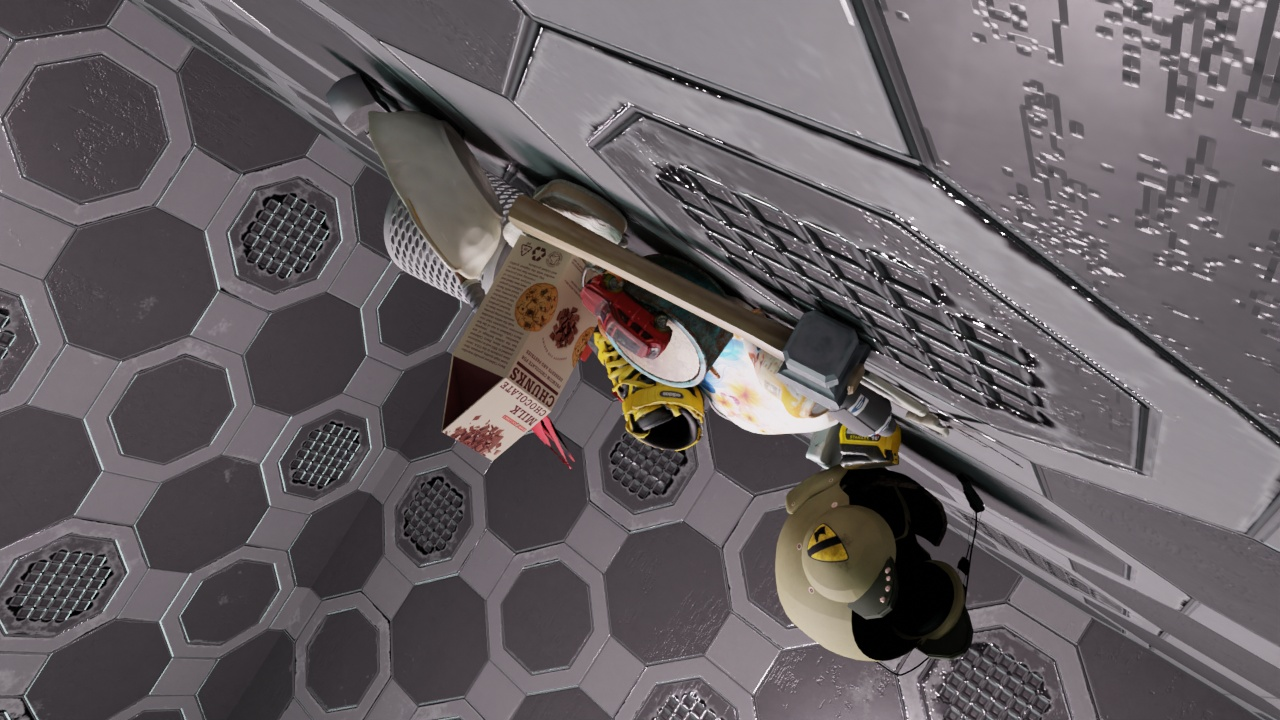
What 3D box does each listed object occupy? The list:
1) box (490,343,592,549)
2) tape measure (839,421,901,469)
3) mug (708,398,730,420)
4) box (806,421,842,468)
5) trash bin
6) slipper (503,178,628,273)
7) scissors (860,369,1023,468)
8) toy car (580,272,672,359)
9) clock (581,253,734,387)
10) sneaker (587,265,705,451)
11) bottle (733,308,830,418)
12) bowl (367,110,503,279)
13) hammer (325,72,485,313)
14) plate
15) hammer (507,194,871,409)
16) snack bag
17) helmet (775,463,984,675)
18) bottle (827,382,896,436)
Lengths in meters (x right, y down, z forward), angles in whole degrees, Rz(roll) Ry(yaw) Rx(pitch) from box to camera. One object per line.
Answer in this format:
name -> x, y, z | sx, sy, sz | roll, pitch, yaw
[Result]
box -> -0.134, 0.021, 1.183 | 0.123, 0.378, 0.211 | 14, -173, -26
tape measure -> 0.253, 0.085, 1.006 | 0.066, 0.064, 0.037 | -11, 157, 39
mug -> 0.116, 0.008, 1.073 | 0.084, 0.113, 0.070 | -7, 149, 5
box -> 0.221, 0.077, 1.168 | 0.122, 0.078, 0.197 | 52, -173, 20
trash bin -> -0.189, -0.143, 1.108 | 0.183, 0.156, 0.156 | 29, 177, 31
slipper -> -0.067, -0.130, 0.899 | 0.115, 0.052, 0.263 | 29, 169, -11
scissors -> 0.249, 0.049, 0.790 | 0.170, 0.012, 0.157 | 33, -179, 20
toy car -> -0.014, -0.038, 0.806 | 0.091, 0.036, 0.042 | 42, 146, 9
clock -> 0.014, -0.048, 0.870 | 0.158, 0.073, 0.121 | 27, 149, 16
sneaker -> -0.006, 0.006, 1.032 | 0.238, 0.086, 0.122 | 49, -161, -22
bottle -> 0.129, 0.000, 0.810 | 0.109, 0.063, 0.063 | 49, -173, 30
bowl -> -0.190, -0.176, 0.910 | 0.188, 0.060, 0.219 | 55, -172, -40
hammer -> -0.222, -0.151, 0.985 | 0.322, 0.043, 0.156 | 59, -175, 13
plate -> 0.102, 0.013, 0.945 | 0.187, 0.016, 0.187 | 47, 156, -15
hammer -> 0.030, -0.057, 0.744 | 0.323, 0.051, 0.117 | 28, 175, 18
snack bag -> -0.120, -0.006, 0.908 | 0.070, 0.206, 0.094 | 21, 168, 29
helmet -> 0.281, 0.232, 1.114 | 0.250, 0.255, 0.233 | 35, 175, -36
bottle -> 0.206, 0.042, 0.866 | 0.112, 0.047, 0.047 | 34, 179, -38
